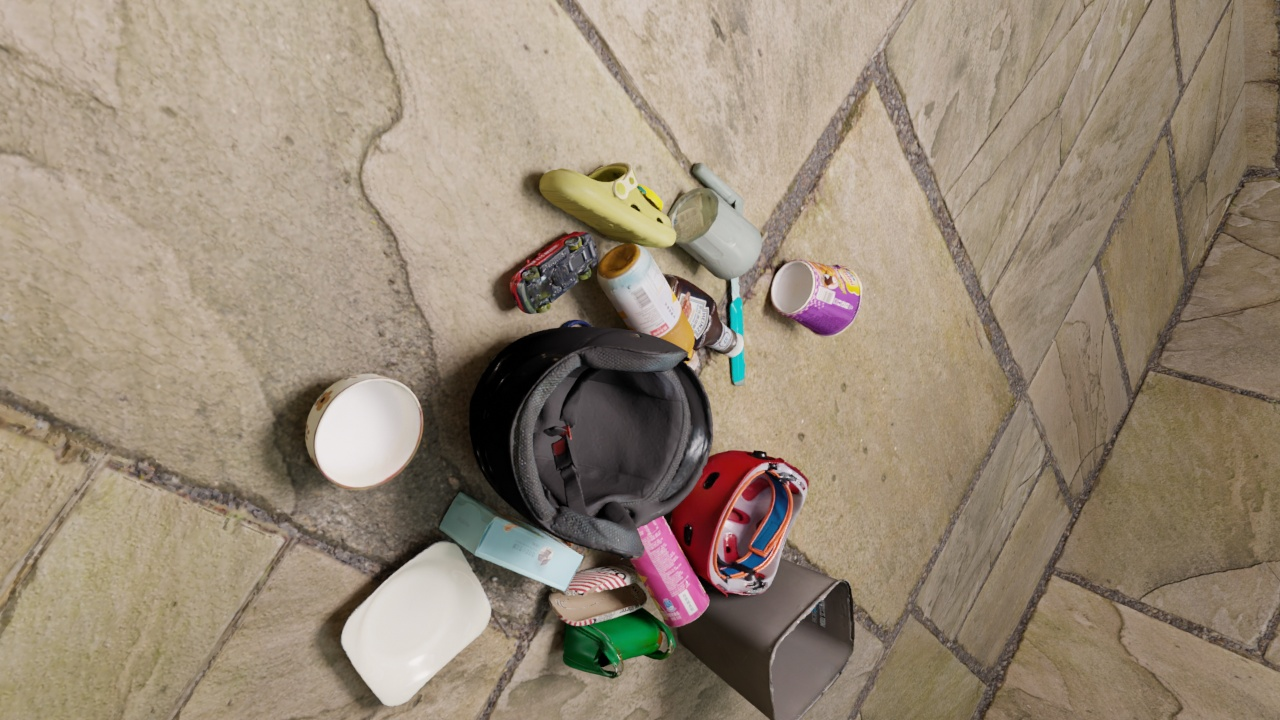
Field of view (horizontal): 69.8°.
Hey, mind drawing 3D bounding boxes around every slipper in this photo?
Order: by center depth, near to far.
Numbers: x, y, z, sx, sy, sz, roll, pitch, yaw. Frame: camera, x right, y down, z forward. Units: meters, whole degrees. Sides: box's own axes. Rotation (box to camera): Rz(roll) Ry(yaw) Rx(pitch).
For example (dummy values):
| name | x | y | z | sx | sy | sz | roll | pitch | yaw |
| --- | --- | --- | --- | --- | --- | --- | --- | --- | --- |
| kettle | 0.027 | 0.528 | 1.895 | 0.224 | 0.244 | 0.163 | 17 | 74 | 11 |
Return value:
| name | x | y | z | sx | sy | sz | roll | pitch | yaw |
| --- | --- | --- | --- | --- | --- | --- | --- | --- | --- |
| slipper | -0.027 | -0.184 | 1.030 | 0.190 | 0.092 | 0.081 | 20 | 89 | -45 |

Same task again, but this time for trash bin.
| name | x | y | z | sx | sy | sz | roll | pitch | yaw |
| --- | --- | --- | --- | --- | --- | --- | --- | --- | --- |
| trash bin | 0.183 | 0.400 | 1.402 | 0.198 | 0.220 | 0.199 | -32 | 127 | -33 |

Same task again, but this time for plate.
| name | x | y | z | sx | sy | sz | roll | pitch | yaw |
| --- | --- | --- | --- | --- | --- | --- | --- | --- | --- |
| plate | -0.255 | 0.290 | 1.034 | 0.164 | 0.034 | 0.164 | -39 | 131 | -28 |

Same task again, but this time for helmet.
| name | x | y | z | sx | sy | sz | roll | pitch | yaw |
| --- | --- | --- | --- | --- | --- | --- | --- | --- | --- |
| helmet | -0.051 | 0.076 | 1.006 | 0.274 | 0.230 | 0.233 | 11 | 95 | -46 |
| helmet | 0.118 | 0.217 | 1.307 | 0.239 | 0.144 | 0.207 | 26 | 85 | -53 |

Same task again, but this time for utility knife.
| name | x | y | z | sx | sy | sz | roll | pitch | yaw |
| --- | --- | --- | --- | --- | --- | --- | --- | --- | --- |
| utility knife | 0.137 | -0.055 | 1.312 | 0.029 | 0.013 | 0.222 | -29 | 128 | -34 |

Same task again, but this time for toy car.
| name | x | y | z | sx | sy | sz | roll | pitch | yaw |
| --- | --- | --- | --- | --- | --- | --- | --- | --- | --- |
| toy car | -0.098 | -0.099 | 1.021 | 0.120 | 0.045 | 0.053 | -43 | 132 | -33 |

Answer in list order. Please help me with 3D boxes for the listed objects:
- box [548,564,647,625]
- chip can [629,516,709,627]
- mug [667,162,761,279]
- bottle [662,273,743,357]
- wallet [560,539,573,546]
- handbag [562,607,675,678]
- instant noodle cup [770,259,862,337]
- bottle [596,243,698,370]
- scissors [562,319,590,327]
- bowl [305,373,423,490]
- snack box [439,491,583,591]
| name | x | y | z | sx | sy | sz | roll | pitch | yaw |
| --- | --- | --- | --- | --- | --- | --- | --- | --- | --- |
| box | -0.056 | 0.319 | 1.234 | 0.163 | 0.075 | 0.081 | -2 | 97 | -49 |
| chip can | 0.015 | 0.249 | 1.214 | 0.071 | 0.072 | 0.210 | -37 | 107 | -30 |
| mug | 0.095 | -0.180 | 1.175 | 0.103 | 0.084 | 0.123 | 30 | 58 | -47 |
| bottle | 0.076 | -0.050 | 1.228 | 0.194 | 0.044 | 0.080 | 28 | 81 | -49 |
| wallet | -0.086 | 0.140 | 1.128 | 0.119 | 0.035 | 0.130 | 51 | 62 | -18 |
| handbag | -0.034 | 0.382 | 1.243 | 0.131 | 0.120 | 0.068 | 3 | 98 | -45 |
| instant noodle cup | 0.253 | -0.098 | 1.353 | 0.099 | 0.112 | 0.111 | 13 | 97 | -39 |
| bottle | 0.016 | -0.054 | 1.092 | 0.068 | 0.068 | 0.189 | -50 | 132 | -19 |
| scissors | -0.050 | -0.002 | 1.140 | 0.175 | 0.012 | 0.162 | -56 | 138 | -16 |
| bowl | -0.277 | 0.063 | 0.892 | 0.113 | 0.062 | 0.113 | -20 | 119 | -41 |
| snack box | -0.149 | 0.215 | 1.082 | 0.175 | 0.074 | 0.051 | 38 | 77 | -48 |
